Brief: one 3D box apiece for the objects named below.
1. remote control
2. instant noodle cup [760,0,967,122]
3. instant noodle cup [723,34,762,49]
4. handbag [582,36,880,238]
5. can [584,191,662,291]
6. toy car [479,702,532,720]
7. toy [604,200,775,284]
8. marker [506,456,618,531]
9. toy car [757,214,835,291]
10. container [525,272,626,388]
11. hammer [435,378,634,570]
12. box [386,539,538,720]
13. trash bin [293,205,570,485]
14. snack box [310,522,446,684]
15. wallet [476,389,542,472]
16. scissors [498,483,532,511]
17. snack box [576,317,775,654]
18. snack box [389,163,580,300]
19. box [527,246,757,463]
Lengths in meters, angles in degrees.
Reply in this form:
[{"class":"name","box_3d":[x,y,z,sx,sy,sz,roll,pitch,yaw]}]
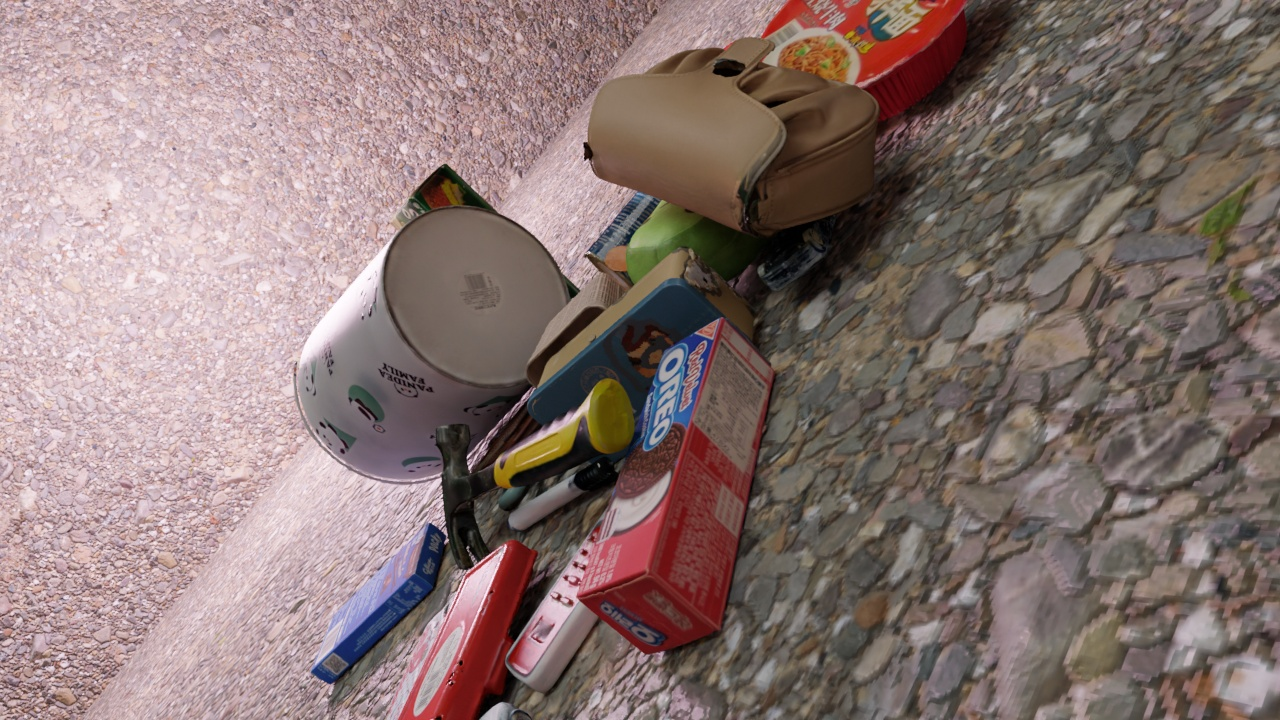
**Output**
[{"class":"remote control","box_3d":[-0.035,0.142,0.577,0.135,0.020,0.056,-55,18,-17]},{"class":"instant noodle cup","box_3d":[0.187,-0.258,0.744,0.194,0.066,0.193,-24,43,24]},{"class":"instant noodle cup","box_3d":[0.147,-0.270,0.861,0.124,0.116,0.116,-36,13,3]},{"class":"handbag","box_3d":[0.063,-0.166,0.658,0.205,0.100,0.147,27,53,37]},{"class":"can","box_3d":[0.005,-0.127,0.948,0.111,0.075,0.075,-51,18,-5]},{"class":"toy car","box_3d":[-0.084,0.225,0.500,0.043,0.034,0.090,-47,16,16]},{"class":"toy","box_3d":[0.062,-0.120,0.763,0.228,0.090,0.245,-23,20,38]},{"class":"marker","box_3d":[-0.063,0.108,0.716,0.131,0.022,0.018,-36,10,40]},{"class":"toy car","box_3d":[0.116,-0.080,0.658,0.049,0.031,0.105,-40,9,32]},{"class":"container","box_3d":[-0.034,-0.012,0.784,0.090,0.090,0.110,-43,15,18]},{"class":"hammer","box_3d":[-0.089,0.080,0.667,0.324,0.031,0.126,-29,65,58]},{"class":"box","box_3d":[-0.143,0.228,0.624,0.158,0.038,0.200,-40,19,33]},{"class":"trash bin","box_3d":[-0.205,-0.015,0.925,0.253,0.229,0.228,-34,22,52]},{"class":"snack box","box_3d":[-0.251,0.233,0.885,0.157,0.026,0.084,-44,19,16]},{"class":"wallet","box_3d":[-0.108,0.061,0.857,0.124,0.032,0.101,-53,3,-11]},{"class":"scissors","box_3d":[-0.069,0.056,0.822,0.140,0.019,0.179,-47,8,42]},{"class":"snack box","box_3d":[0.028,0.063,0.530,0.057,0.058,0.206,-31,24,37]},{"class":"snack box","box_3d":[-0.166,-0.106,1.041,0.063,0.240,0.115,-53,17,-20]},{"class":"box","box_3d":[-0.004,0.004,0.680,0.185,0.090,0.059,-42,19,29]}]
